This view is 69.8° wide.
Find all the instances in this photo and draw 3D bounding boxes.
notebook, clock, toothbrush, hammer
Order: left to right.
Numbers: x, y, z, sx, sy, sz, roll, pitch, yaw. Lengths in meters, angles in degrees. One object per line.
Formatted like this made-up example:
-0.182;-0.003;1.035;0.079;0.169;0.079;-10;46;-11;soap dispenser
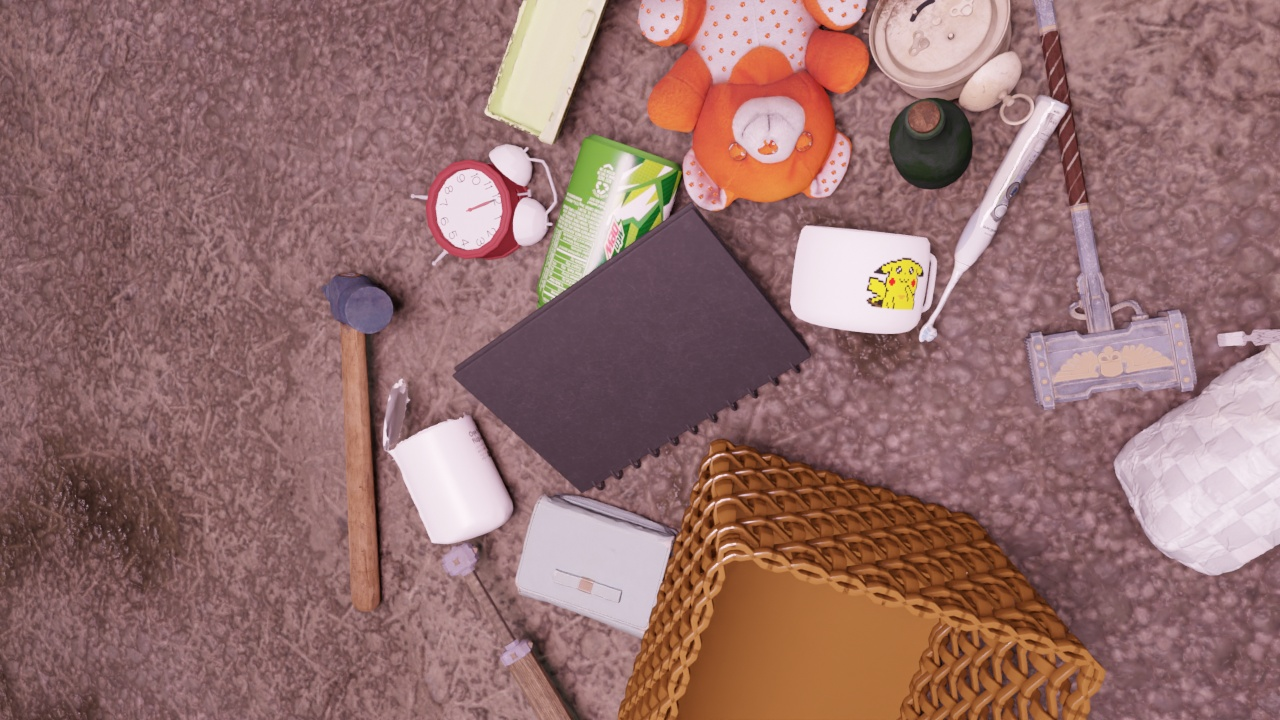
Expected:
-0.259;0.081;0.842;0.129;0.040;0.322;24;116;57;hammer
-0.129;-0.132;0.785;0.125;0.044;0.087;-18;90;21;clock
-0.081;0.297;0.780;0.147;0.028;0.317;-32;87;7;hammer
-0.004;0.004;0.721;0.232;0.019;0.169;-33;120;20;notebook
0.223;-0.214;0.638;0.093;0.054;0.140;-41;66;19;clock
0.240;-0.095;0.643;0.024;0.022;0.186;49;122;49;toothbrush
0.300;-0.132;0.637;0.099;0.044;0.322;-10;90;20;hammer
0.368;-0.014;0.548;0.010;0.181;0.010;-6;88;23;toothbrush

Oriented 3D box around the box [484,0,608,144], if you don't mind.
-0.054;-0.268;0.738;0.133;0.061;0.188;37;109;53;box

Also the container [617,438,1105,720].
0.116;0.223;0.617;0.219;0.214;0.252;17;101;0;container

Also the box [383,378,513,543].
-0.181;0.084;0.805;0.092;0.081;0.160;-24;86;5;box

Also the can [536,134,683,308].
-0.027;-0.099;0.731;0.083;0.083;0.144;23;103;16;can

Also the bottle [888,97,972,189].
0.189;-0.146;0.601;0.055;0.174;0.055;2;96;19;bottle

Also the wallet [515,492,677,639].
-0.036;0.175;0.783;0.132;0.054;0.100;13;102;14;wallet

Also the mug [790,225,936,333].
0.168;-0.059;0.667;0.115;0.094;0.068;1;101;-23;mug

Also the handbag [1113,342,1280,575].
0.405;0.064;0.583;0.123;0.112;0.172;33;122;-21;handbag

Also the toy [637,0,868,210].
0.086;-0.200;0.671;0.164;0.092;0.172;-7;104;6;toy
